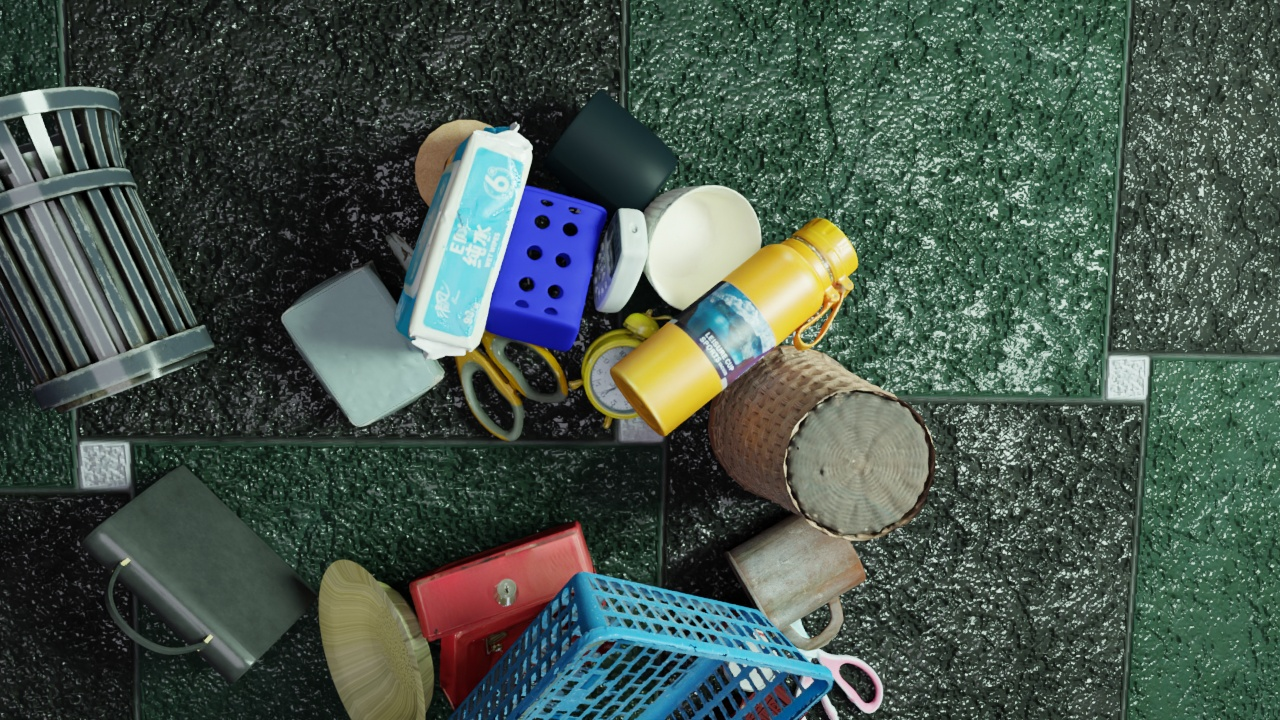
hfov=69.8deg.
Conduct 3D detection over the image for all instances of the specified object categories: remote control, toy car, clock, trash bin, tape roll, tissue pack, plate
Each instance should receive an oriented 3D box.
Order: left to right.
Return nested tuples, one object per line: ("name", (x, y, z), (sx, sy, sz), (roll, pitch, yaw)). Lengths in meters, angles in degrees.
("trash bin", (-0.467, -0.084, 0.756), (0.164, 0.164, 0.227), (-21, 100, -4))
("plate", (-0.229, 0.263, 0.826), (0.036, 0.185, 0.184), (-14, 98, -43))
("tissue pack", (-0.147, -0.103, 0.769), (0.066, 0.117, 0.209), (18, 90, -21))
("tape roll", (-0.157, -0.171, 0.841), (0.094, 0.027, 0.094), (0, 95, -6))
("remote control", (-0.020, -0.086, 0.821), (0.028, 0.115, 0.060), (2, 65, -15))
("clock", (-0.005, 0.005, 0.856), (0.119, 0.057, 0.083), (-39, 97, 5))
("toy car", (0.081, 0.380, 0.898), (0.070, 0.062, 0.170), (41, 90, -8))
("trash bin", (0.150, 0.068, 0.802), (0.151, 0.210, 0.151), (0, 94, -5))

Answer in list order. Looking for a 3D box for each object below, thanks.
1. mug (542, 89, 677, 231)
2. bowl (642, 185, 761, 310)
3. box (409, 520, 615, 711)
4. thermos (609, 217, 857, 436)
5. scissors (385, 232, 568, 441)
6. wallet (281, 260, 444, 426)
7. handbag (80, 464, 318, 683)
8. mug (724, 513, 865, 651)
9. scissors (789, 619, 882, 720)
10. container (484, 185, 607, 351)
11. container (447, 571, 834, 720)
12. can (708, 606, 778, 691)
("mug", (-0.036, -0.167, 0.833), (0.094, 0.085, 0.122), (38, 118, -8))
("bowl", (0.045, -0.108, 0.836), (0.115, 0.062, 0.115), (-11, 116, -24))
("box", (-0.117, 0.207, 0.831), (0.157, 0.137, 0.126), (-21, 105, -5))
("thermos", (0.090, -0.028, 0.806), (0.232, 0.076, 0.091), (-38, 110, -10))
("scissors", (-0.171, -0.024, 0.856), (0.229, 0.016, 0.114), (45, 108, 1))
("wallet", (-0.251, -0.014, 0.836), (0.100, 0.054, 0.131), (-28, 100, 5))
("handbag", (-0.382, 0.192, 0.768), (0.072, 0.196, 0.176), (-43, 98, -1))
("mug", (0.155, 0.211, 0.873), (0.110, 0.096, 0.123), (-30, 90, 2))
("scissors", (0.161, 0.306, 0.924), (0.101, 0.016, 0.178), (-42, 98, 0))
("container", (-0.085, -0.078, 0.810), (0.084, 0.085, 0.113), (14, 73, -8))
("container", (-0.046, 0.322, 0.777), (0.257, 0.089, 0.363), (22, 118, -34))
("can", (0.096, 0.270, 0.872), (0.054, 0.096, 0.054), (-1, 95, -6))
